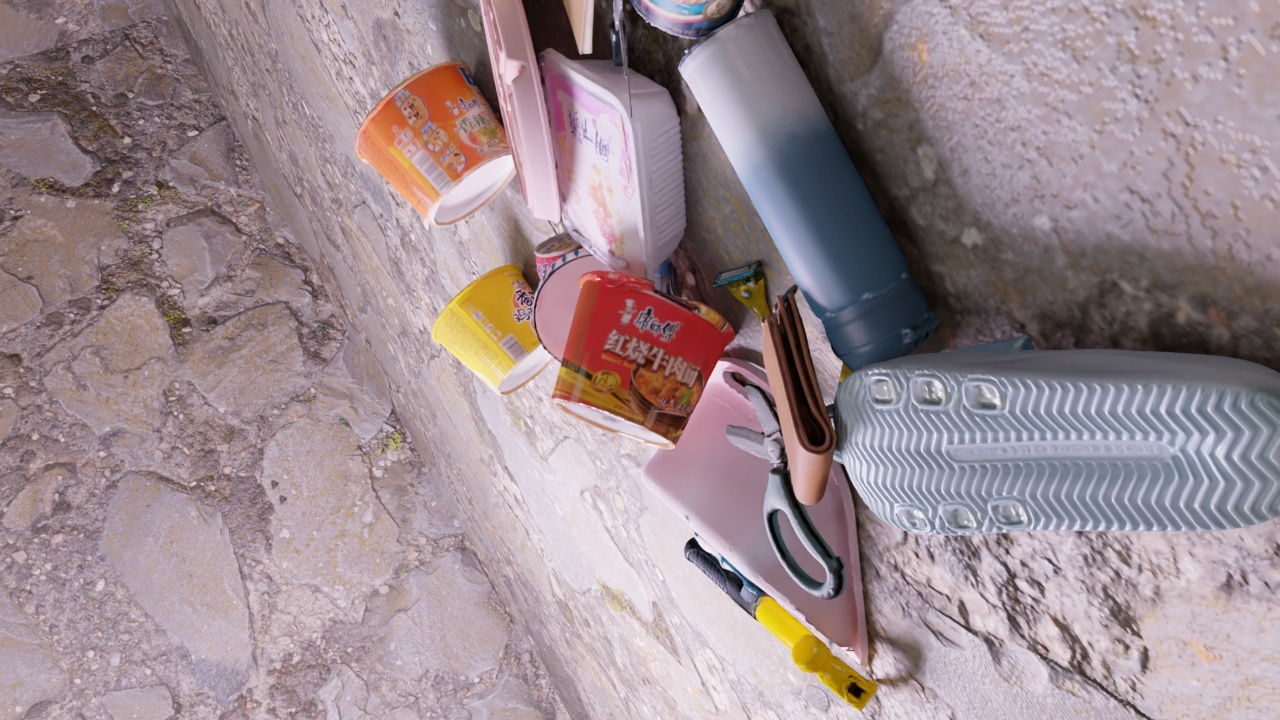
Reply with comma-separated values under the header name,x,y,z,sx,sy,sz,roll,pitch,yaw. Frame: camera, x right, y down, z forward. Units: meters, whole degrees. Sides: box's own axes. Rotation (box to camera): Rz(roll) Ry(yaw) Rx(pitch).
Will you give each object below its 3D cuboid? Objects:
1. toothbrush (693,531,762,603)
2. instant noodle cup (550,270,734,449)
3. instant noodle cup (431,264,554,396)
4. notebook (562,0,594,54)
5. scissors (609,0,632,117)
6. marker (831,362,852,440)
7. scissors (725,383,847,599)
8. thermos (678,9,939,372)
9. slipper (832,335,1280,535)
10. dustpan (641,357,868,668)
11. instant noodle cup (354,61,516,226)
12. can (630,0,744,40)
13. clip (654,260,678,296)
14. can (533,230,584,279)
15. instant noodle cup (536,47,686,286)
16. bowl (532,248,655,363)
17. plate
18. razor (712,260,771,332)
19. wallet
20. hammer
name,x,y,z,sx,sy,sz,roll,pitch,yaw
toothbrush,0.083,0.203,0.916,0.016,0.018,0.192,25,180,-15
instant noodle cup,-0.004,0.004,0.753,0.138,0.108,0.138,20,169,4
instant noodle cup,-0.165,-0.032,1.118,0.110,0.137,0.138,47,156,10
notebook,-0.048,-0.334,0.597,0.212,0.012,0.149,101,155,-58
scissors,-0.015,-0.236,0.610,0.181,0.014,0.159,-106,8,-83
marker,0.149,0.026,0.654,0.018,0.015,0.124,38,152,28
scissors,0.125,0.100,0.676,0.170,0.019,0.181,13,107,46
thermos,0.100,-0.095,0.547,0.220,0.070,0.070,62,158,-1
slipper,0.204,0.033,0.473,0.246,0.074,0.104,-7,111,49
dustpan,0.125,0.127,0.830,0.222,0.138,0.273,36,174,44
instant noodle cup,-0.206,-0.220,0.968,0.111,0.151,0.152,51,157,3
can,0.037,-0.241,0.499,0.075,0.075,0.111,57,158,11
clip,0.024,-0.063,0.816,0.024,0.027,0.056,21,123,55
can,-0.064,-0.077,0.918,0.066,0.066,0.094,25,138,56
instant noodle cup,-0.016,-0.158,0.733,0.138,0.060,0.174,42,150,40
bowl,-0.043,-0.054,0.857,0.066,0.116,0.116,-108,1,-65
plate,-0.105,-0.228,0.780,0.229,0.028,0.229,166,91,-83
razor,0.097,-0.010,0.700,0.043,0.028,0.132,-14,101,42
wallet,0.100,0.023,0.599,0.131,0.035,0.119,68,-166,-67
hammer,0.123,0.244,0.897,0.129,0.033,0.301,43,174,-27
